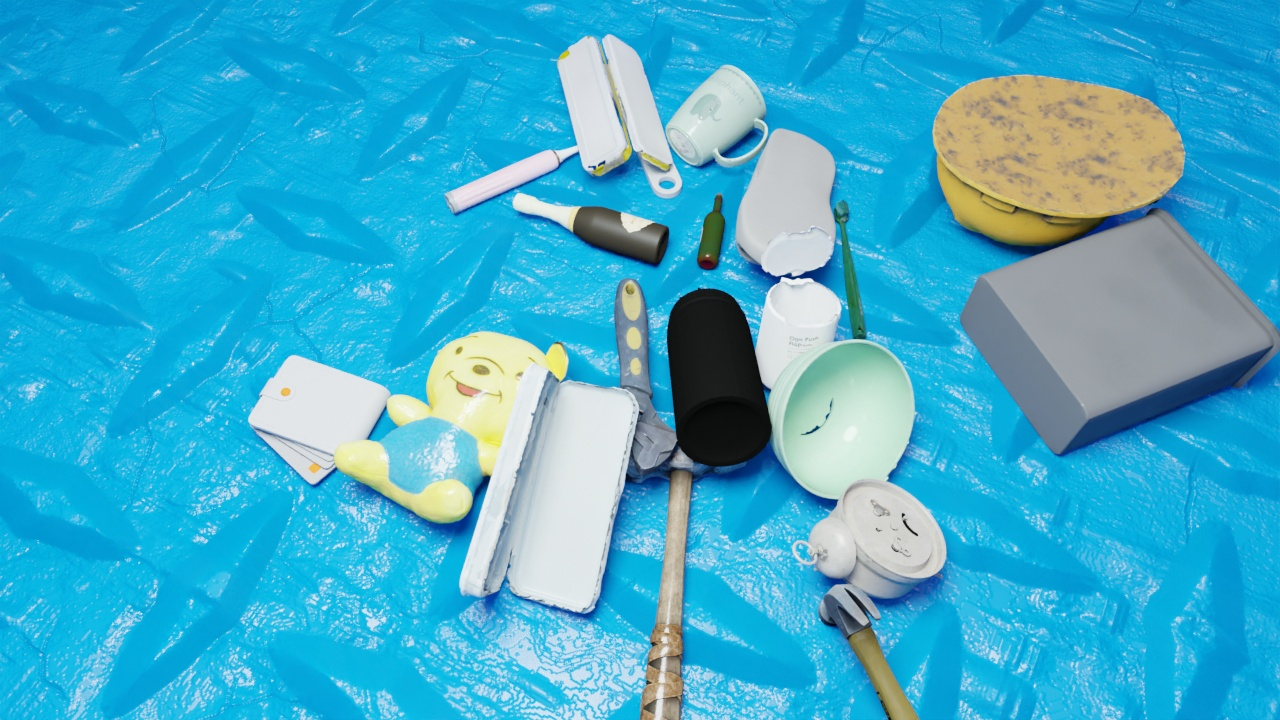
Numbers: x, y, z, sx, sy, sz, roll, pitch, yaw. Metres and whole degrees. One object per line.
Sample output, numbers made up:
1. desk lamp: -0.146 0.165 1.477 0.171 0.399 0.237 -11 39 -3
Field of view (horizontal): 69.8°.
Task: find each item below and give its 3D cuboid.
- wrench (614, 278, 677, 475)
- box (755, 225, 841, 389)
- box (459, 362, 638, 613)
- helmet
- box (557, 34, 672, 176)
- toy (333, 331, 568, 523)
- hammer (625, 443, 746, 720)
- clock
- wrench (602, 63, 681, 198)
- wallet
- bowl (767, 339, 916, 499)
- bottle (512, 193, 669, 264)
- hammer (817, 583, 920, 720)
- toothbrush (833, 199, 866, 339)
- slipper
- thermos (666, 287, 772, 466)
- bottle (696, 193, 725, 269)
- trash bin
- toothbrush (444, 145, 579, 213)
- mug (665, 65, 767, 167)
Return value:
1. wrench: -0.005 0.005 0.922 0.073 0.022 0.272 3 43 -6
2. box: 0.155 -0.049 0.910 0.083 0.166 0.092 2 45 -2
3. box: -0.064 0.117 0.812 0.127 0.106 0.215 16 84 2
4. helmet: 0.439 -0.202 1.019 0.255 0.131 0.204 0 58 0
5. box: -0.032 -0.315 1.125 0.117 0.057 0.209 -8 59 -12
6. toy: -0.172 0.058 0.893 0.149 0.084 0.213 25 59 14
7. hammer: 0.029 0.209 0.819 0.121 0.049 0.318 6 59 1
8. clock: 0.195 0.165 0.813 0.156 0.061 0.103 -1 48 -31
9. wrench: -0.015 -0.305 1.159 0.086 0.018 0.273 -15 60 -8
10. wallet: -0.330 0.062 0.920 0.118 0.038 0.115 18 60 8
11. bowl: 0.179 0.050 0.876 0.150 0.151 0.077 -29 19 -16
12. bottle: -0.060 -0.157 1.048 0.184 0.045 0.045 18 60 12
13. hammer: 0.229 0.328 0.710 0.025 0.118 0.332 -22 65 -8
14. toothbrush: 0.235 -0.106 1.029 0.016 0.017 0.189 0 58 0
15. slipper: 0.158 -0.167 1.044 0.113 0.081 0.265 25 44 -8
16. thermos: 0.071 0.004 0.898 0.086 0.086 0.198 -2 38 -1
17. bottle: 0.084 -0.151 1.055 0.025 0.025 0.105 8 58 6
18. trash bin: 0.478 -0.032 0.933 0.219 0.098 0.191 -19 60 -10
19. toothbrush: -0.131 -0.233 1.109 0.222 0.027 0.026 -28 76 -17
20. mug: 0.098 -0.281 1.104 0.111 0.084 0.104 42 77 17
